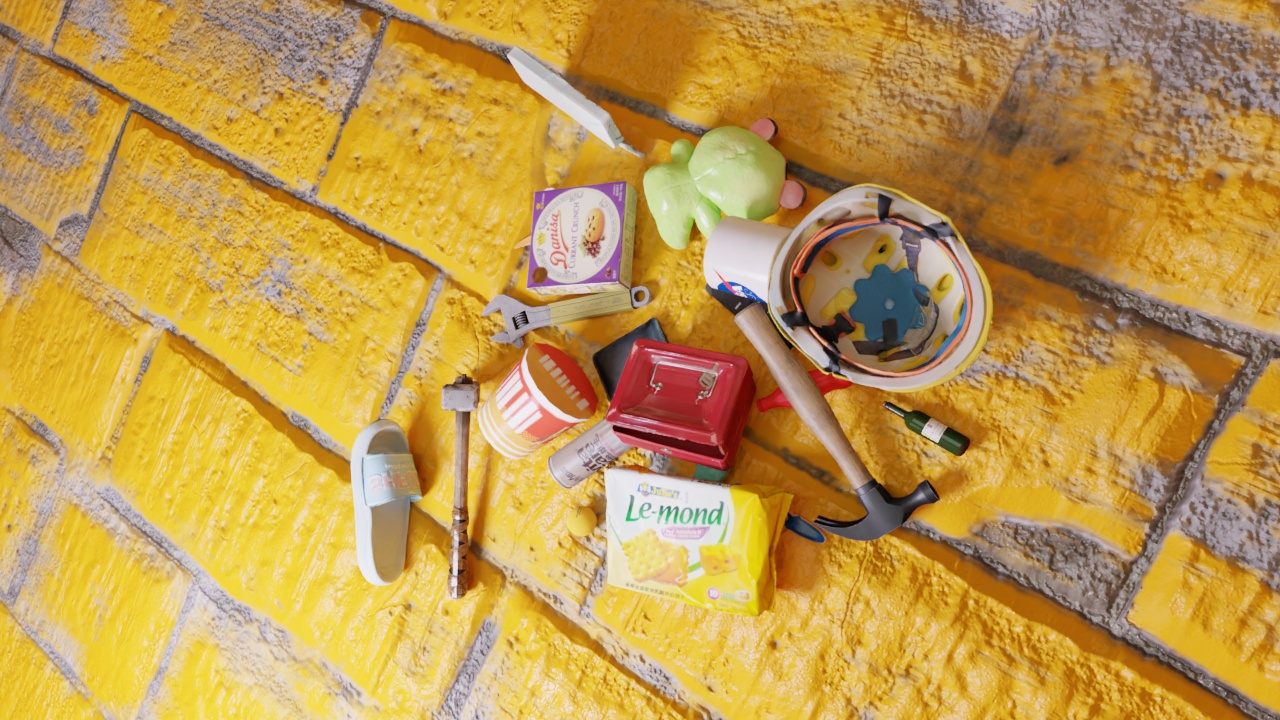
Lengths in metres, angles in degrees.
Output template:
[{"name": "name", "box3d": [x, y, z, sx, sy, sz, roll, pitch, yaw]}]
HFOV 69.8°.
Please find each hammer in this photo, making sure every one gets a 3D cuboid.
[{"name": "hammer", "box3d": [-0.255, 0.178, 1.303, 0.049, 0.121, 0.319, 2, 93, -5]}, {"name": "hammer", "box3d": [0.204, 0.068, 1.077, 0.132, 0.040, 0.305, -36, 81, 19]}]

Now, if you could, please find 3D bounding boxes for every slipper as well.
[{"name": "slipper", "box3d": [-0.364, 0.208, 1.346, 0.074, 0.104, 0.245, 0, 90, 25]}]

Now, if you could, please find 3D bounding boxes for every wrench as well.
[{"name": "wrench", "box3d": [-0.107, -0.072, 1.292, 0.274, 0.018, 0.083, -11, 79, 25]}]

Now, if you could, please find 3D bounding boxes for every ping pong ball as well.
[{"name": "ping pong ball", "box3d": [-0.079, 0.215, 1.231, 0.040, 0.040, 0.040, -3, 82, 26]}]

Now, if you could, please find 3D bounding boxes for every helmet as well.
[{"name": "helmet", "box3d": [0.273, -0.073, 1.037, 0.240, 0.139, 0.209, 39, 102, 12]}]

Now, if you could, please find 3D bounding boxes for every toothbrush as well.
[{"name": "toothbrush", "box3d": [0.168, 0.186, 1.123, 0.135, 0.017, 0.021, 30, 99, 27]}]

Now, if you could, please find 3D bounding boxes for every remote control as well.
[{"name": "remote control", "box3d": [0.145, -0.066, 1.169, 0.146, 0.008, 0.045, 44, 103, 24]}]

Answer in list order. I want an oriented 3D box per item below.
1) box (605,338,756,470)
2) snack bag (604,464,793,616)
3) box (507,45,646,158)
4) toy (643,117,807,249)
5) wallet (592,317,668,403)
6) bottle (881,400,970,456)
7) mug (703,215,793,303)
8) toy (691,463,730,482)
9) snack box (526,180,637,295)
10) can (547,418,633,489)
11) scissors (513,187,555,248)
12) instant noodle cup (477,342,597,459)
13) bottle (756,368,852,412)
[{"name": "box", "box3d": [0.052, 0.053, 1.127, 0.158, 0.092, 0.129, 13, 72, 24]}, {"name": "snack bag", "box3d": [0.065, 0.216, 1.130, 0.248, 0.068, 0.159, 6, 99, 28]}, {"name": "box", "box3d": [-0.088, -0.345, 1.248, 0.197, 0.134, 0.041, 42, 92, 25]}, {"name": "toy", "box3d": [0.093, -0.228, 1.166, 0.197, 0.107, 0.150, -26, 71, 30]}, {"name": "wallet", "box3d": [-0.007, 0.007, 1.228, 0.115, 0.026, 0.089, -32, 69, 20]}, {"name": "bottle", "box3d": [0.325, 0.074, 1.052, 0.106, 0.025, 0.025, 32, 98, 26]}, {"name": "mug", "box3d": [0.146, -0.119, 1.112, 0.090, 0.121, 0.091, 20, 98, 33]}, {"name": "toy", "box3d": [0.079, 0.116, 1.169, 0.085, 0.033, 0.105, -16, 80, 33]}, {"name": "snack box", "box3d": [-0.081, -0.166, 1.261, 0.148, 0.040, 0.143, -2, 78, 25]}, {"name": "can", "box3d": [-0.057, 0.116, 1.224, 0.136, 0.054, 0.054, -35, 70, 19]}, {"name": "scissors", "box3d": [-0.133, -0.193, 1.323, 0.125, 0.011, 0.128, -21, 73, 22]}, {"name": "instant noodle cup", "box3d": [-0.146, 0.062, 1.245, 0.121, 0.123, 0.123, -40, 68, 25]}, {"name": "bottle", "box3d": [0.197, 0.035, 1.115, 0.119, 0.036, 0.036, -24, 74, 23]}]
